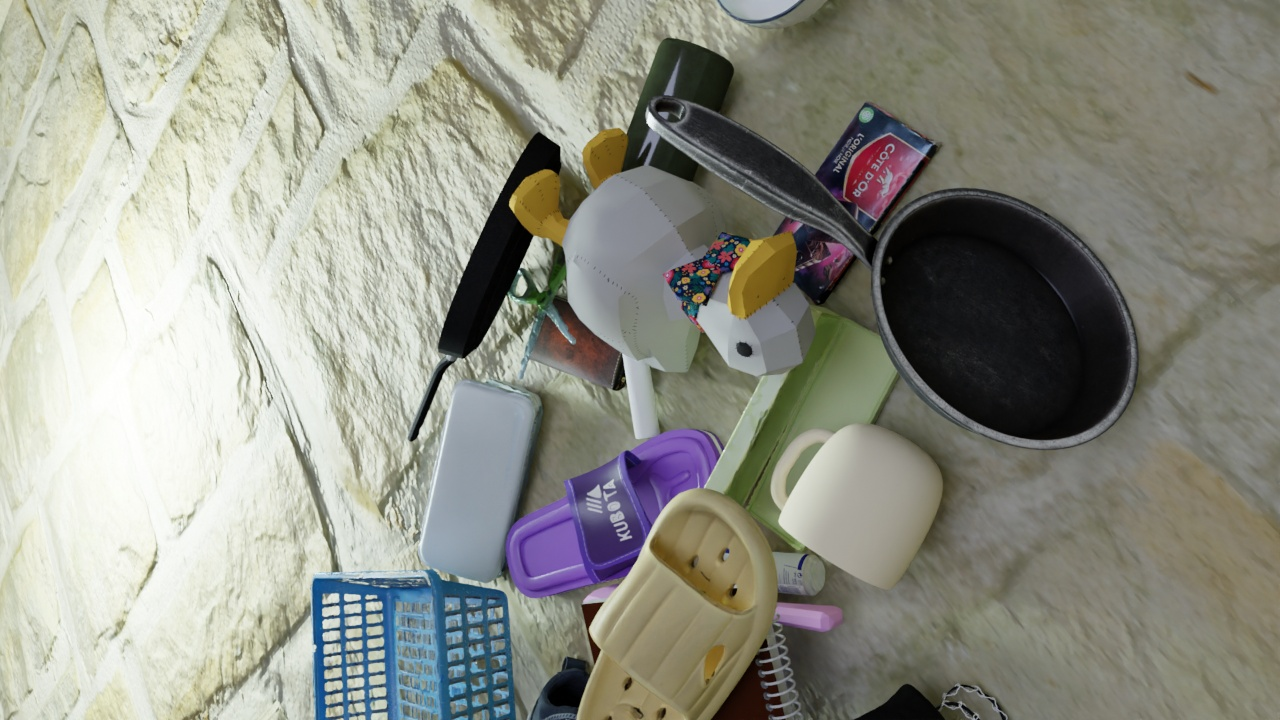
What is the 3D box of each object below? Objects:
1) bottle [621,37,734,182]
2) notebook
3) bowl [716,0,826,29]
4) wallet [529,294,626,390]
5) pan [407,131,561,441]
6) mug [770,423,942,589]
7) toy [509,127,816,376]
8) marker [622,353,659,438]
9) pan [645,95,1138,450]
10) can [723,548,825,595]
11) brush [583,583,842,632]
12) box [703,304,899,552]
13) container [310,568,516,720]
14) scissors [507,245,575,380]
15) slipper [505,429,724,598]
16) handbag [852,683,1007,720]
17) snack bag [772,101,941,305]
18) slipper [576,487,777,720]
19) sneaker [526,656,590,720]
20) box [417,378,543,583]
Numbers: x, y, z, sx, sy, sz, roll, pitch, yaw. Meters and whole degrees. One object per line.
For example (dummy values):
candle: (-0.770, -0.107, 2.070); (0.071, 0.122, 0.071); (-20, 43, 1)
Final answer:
bottle: (0.016, -0.179, 0.830); (0.071, 0.071, 0.207); (29, 104, 36)
notebook: (0.047, 0.280, 0.698); (0.172, 0.022, 0.209); (-16, 85, 33)
bowl: (0.123, -0.330, 0.765); (0.118, 0.062, 0.118); (-4, 84, 38)
wallet: (-0.059, -0.019, 0.905); (0.123, 0.019, 0.072); (20, 98, 38)
pan: (-0.158, -0.053, 0.893); (0.034, 0.224, 0.357); (25, 117, -6)
mug: (0.157, 0.093, 0.674); (0.120, 0.096, 0.100); (31, 94, 30)
toy: (0.023, -0.065, 0.721); (0.140, 0.247, 0.267); (-37, 66, -20)
marker: (-0.005, 0.005, 0.845); (0.027, 0.023, 0.133); (-9, 89, 15)
pan: (0.158, -0.068, 0.589); (0.186, 0.357, 0.055); (-64, 1, -28)
can: (0.103, 0.173, 0.751); (0.095, 0.032, 0.032); (-5, 82, 38)
brush: (0.057, 0.214, 0.748); (0.229, 0.089, 0.043); (-5, 87, 38)
box: (0.119, 0.051, 0.722); (0.091, 0.083, 0.188); (33, 106, 40)
container: (-0.231, 0.335, 0.912); (0.363, 0.089, 0.257); (-18, 74, 53)
scissors: (-0.098, -0.057, 0.915); (0.160, 0.025, 0.171); (-1, 62, 43)
slipper: (-0.043, 0.150, 0.836); (0.267, 0.084, 0.107); (-30, 68, 32)
handbag: (0.208, 0.315, 0.639); (0.153, 0.114, 0.125); (48, 137, 28)
snack bag: (0.165, -0.126, 0.742); (0.074, 0.018, 0.155); (46, 111, 33)
slipper: (0.010, 0.218, 0.660); (0.111, 0.079, 0.262); (33, 112, 25)
sneaker: (-0.051, 0.345, 0.777); (0.235, 0.089, 0.087); (-127, 57, -69)
box: (-0.167, 0.124, 0.940); (0.123, 0.083, 0.215); (16, 95, 42)
